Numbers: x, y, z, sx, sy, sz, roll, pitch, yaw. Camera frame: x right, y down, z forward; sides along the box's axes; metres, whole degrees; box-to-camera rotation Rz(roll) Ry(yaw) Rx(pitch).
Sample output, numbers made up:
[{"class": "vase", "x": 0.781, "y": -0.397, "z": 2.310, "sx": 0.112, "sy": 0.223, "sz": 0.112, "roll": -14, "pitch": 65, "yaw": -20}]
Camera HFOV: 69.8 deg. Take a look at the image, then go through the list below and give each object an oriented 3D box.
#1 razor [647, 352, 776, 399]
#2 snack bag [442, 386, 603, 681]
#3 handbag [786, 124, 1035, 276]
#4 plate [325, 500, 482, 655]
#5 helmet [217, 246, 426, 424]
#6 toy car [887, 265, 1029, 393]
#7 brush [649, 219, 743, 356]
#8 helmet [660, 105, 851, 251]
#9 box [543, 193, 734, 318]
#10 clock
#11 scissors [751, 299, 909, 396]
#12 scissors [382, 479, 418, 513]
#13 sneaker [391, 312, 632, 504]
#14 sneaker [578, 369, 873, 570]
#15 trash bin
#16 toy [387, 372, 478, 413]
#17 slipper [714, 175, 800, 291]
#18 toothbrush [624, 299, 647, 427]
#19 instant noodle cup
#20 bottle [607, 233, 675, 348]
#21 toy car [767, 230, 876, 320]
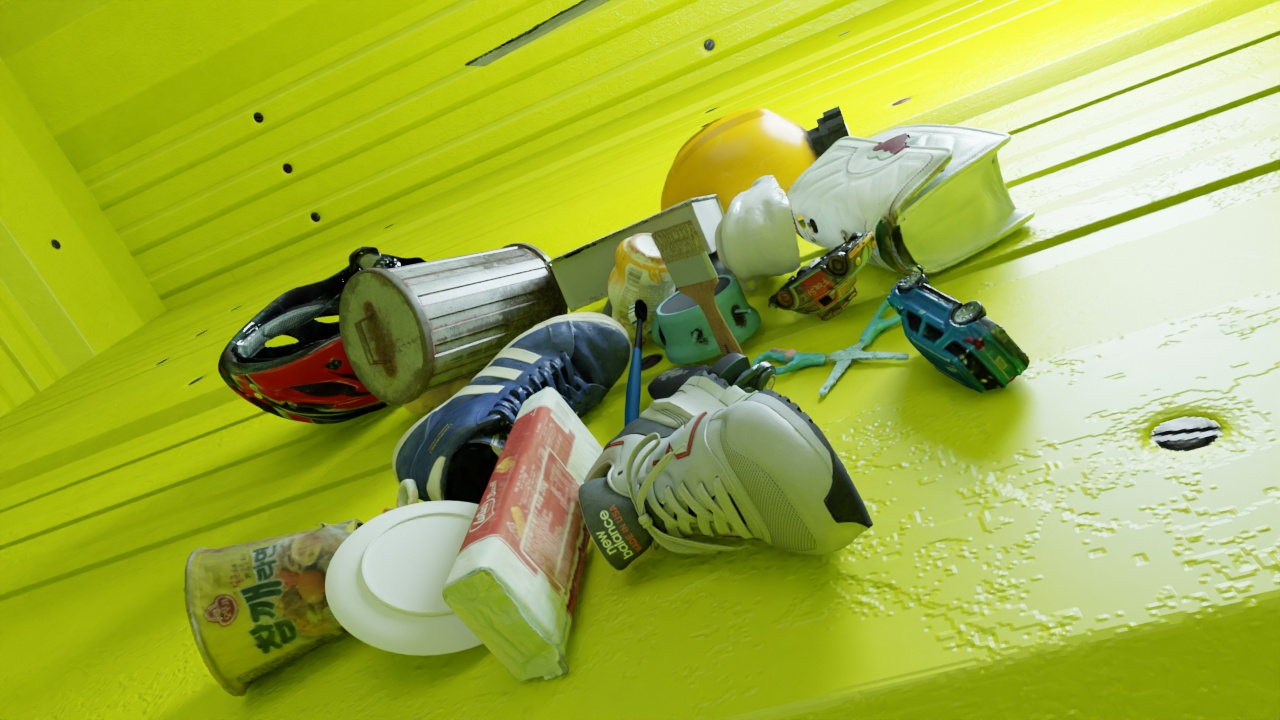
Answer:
[{"class": "razor", "x": 0.047, "y": 0.020, "z": 0.690, "sx": 0.047, "sy": 0.052, "sz": 0.143, "roll": -37, "pitch": 18, "yaw": -24}, {"class": "snack bag", "x": -0.064, "y": 0.098, "z": 0.582, "sx": 0.041, "sy": 0.077, "sz": 0.224, "roll": -30, "pitch": 18, "yaw": 18}, {"class": "handbag", "x": 0.228, "y": -0.146, "z": 0.820, "sx": 0.142, "sy": 0.096, "sz": 0.198, "roll": -29, "pitch": 22, "yaw": -8}, {"class": "plate", "x": -0.129, "y": 0.129, "z": 0.580, "sx": 0.134, "sy": 0.011, "sz": 0.134, "roll": 4, "pitch": 32, "yaw": -2}, {"class": "helmet", "x": -0.340, "y": -0.023, "z": 1.056, "sx": 0.271, "sy": 0.167, "sz": 0.217, "roll": -28, "pitch": 31, "yaw": -24}, {"class": "toy car", "x": 0.200, "y": -0.019, "z": 0.599, "sx": 0.043, "sy": 0.056, "sz": 0.120, "roll": -46, "pitch": 24, "yaw": 8}, {"class": "brush", "x": 0.054, "y": -0.035, "z": 0.675, "sx": 0.008, "sy": 0.143, "sz": 0.045, "roll": -36, "pitch": 15, "yaw": -31}, {"class": "helmet", "x": 0.122, "y": -0.226, "z": 1.087, "sx": 0.256, "sy": 0.131, "sz": 0.204, "roll": -20, "pitch": 22, "yaw": 17}, {"class": "box", "x": 0.070, "y": 0.014, "z": 1.014, "sx": 0.169, "sy": 0.404, "sz": 0.171, "roll": -22, "pitch": 20, "yaw": 17}, {"class": "clock", "x": 0.054, "y": -0.038, "z": 0.814, "sx": 0.090, "sy": 0.053, "sz": 0.124, "roll": -27, "pitch": 18, "yaw": -7}, {"class": "scissors", "x": 0.153, "y": -0.012, "z": 0.701, "sx": 0.135, "sy": 0.015, "sz": 0.135, "roll": 7, "pitch": 40, "yaw": 45}, {"class": "scissors", "x": -0.188, "y": 0.119, "z": 0.709, "sx": 0.013, "sy": 0.070, "sz": 0.130, "roll": 4, "pitch": -2, "yaw": -26}, {"class": "sneaker", "x": -0.084, "y": 0.039, "z": 0.727, "sx": 0.232, "sy": 0.091, "sz": 0.118, "roll": -32, "pitch": 17, "yaw": -17}, {"class": "sneaker", "x": 0.030, "y": 0.077, "z": 0.531, "sx": 0.124, "sy": 0.089, "sz": 0.240, "roll": -32, "pitch": 13, "yaw": -7}, {"class": "trash bin", "x": -0.189, "y": -0.042, "z": 0.919, "sx": 0.131, "sy": 0.131, "sz": 0.210, "roll": -6, "pitch": 10, "yaw": 41}, {"class": "toy", "x": -0.215, "y": 0.030, "z": 0.968, "sx": 0.110, "sy": 0.047, "sz": 0.063, "roll": -14, "pitch": 20, "yaw": -6}, {"class": "slipper", "x": 0.107, "y": -0.116, "z": 0.859, "sx": 0.074, "sy": 0.112, "sz": 0.246, "roll": 4, "pitch": 12, "yaw": 5}, {"class": "toothbrush", "x": -0.005, "y": 0.005, "z": 0.768, "sx": 0.014, "sy": 0.014, "sz": 0.167, "roll": -27, "pitch": 35, "yaw": 26}, {"class": "instant noodle cup", "x": -0.234, "y": 0.158, "z": 0.620, "sx": 0.108, "sy": 0.102, "sz": 0.102, "roll": -19, "pitch": 20, "yaw": -8}, {"class": "bottle", "x": 0.000, "y": -0.063, "z": 0.862, "sx": 0.063, "sy": 0.109, "sz": 0.063, "roll": 11, "pitch": 36, "yaw": -8}, {"class": "toy car", "x": 0.156, "y": -0.063, "z": 0.757, "sx": 0.047, "sy": 0.047, "sz": 0.112, "roll": -45, "pitch": 6, "yaw": -38}]
